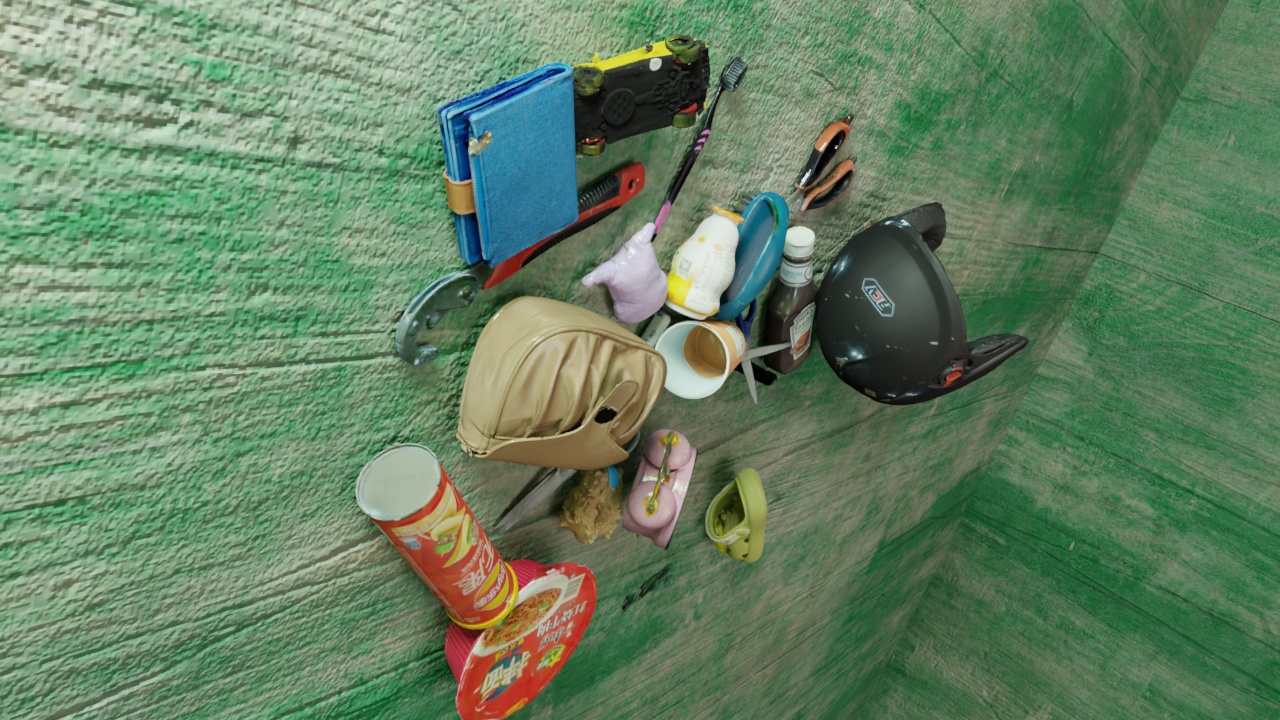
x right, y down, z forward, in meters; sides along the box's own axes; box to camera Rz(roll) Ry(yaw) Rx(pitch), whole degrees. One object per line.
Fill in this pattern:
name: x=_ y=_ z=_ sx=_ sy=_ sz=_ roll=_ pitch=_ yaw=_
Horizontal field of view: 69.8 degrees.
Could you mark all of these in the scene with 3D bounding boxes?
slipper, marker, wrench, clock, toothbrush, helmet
slipper: x=0.128 y=0.216 z=1.273 sx=0.081 sy=0.091 sz=0.191 roll=-7 pitch=145 yaw=-5
marker: x=-0.006 y=0.005 z=0.938 sx=0.130 sy=0.022 sz=0.018 roll=-57 pitch=177 yaw=0
wrench: x=-0.089 y=-0.088 z=0.740 sx=0.272 sy=0.016 sz=0.056 roll=-41 pitch=145 yaw=-27
clock: x=0.021 y=0.138 z=1.003 sx=0.159 sy=0.060 sz=0.117 roll=103 pitch=6 yaw=-66
toothbrush: x=0.052 y=-0.192 z=0.852 sx=0.014 sy=0.018 sz=0.189 roll=10 pitch=109 yaw=-56
marker: x=0.140 y=0.012 z=1.152 sx=0.132 sy=0.022 sz=0.020 roll=24 pitch=62 yaw=-59
helmet: x=0.334 y=-0.060 z=1.166 sx=0.230 sy=0.233 sz=0.274 roll=-32 pitch=156 yaw=13

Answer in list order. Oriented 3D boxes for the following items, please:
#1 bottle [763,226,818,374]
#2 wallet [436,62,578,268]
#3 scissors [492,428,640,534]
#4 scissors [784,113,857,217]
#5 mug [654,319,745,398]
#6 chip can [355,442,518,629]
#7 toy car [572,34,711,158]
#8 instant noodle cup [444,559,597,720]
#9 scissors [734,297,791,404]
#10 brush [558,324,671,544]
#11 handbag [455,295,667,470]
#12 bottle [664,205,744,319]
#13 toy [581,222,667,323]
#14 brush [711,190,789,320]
bottle: x=0.188 y=-0.074 z=1.126 sx=0.079 sy=0.044 sz=0.195 roll=-39 pitch=143 yaw=-33
wallet: x=-0.091 y=-0.139 z=0.665 sx=0.106 sy=0.040 sz=0.133 roll=-32 pitch=145 yaw=-27
scissors: x=-0.069 y=0.115 z=0.916 sx=0.136 sy=0.014 sz=0.174 roll=15 pitch=94 yaw=-27
scissors: x=0.185 y=-0.195 z=1.045 sx=0.195 sy=0.015 sz=0.216 roll=3 pitch=115 yaw=-56
mug: x=0.070 y=-0.009 z=0.964 sx=0.078 sy=0.078 sz=0.122 roll=-69 pitch=165 yaw=16
chip can: x=-0.169 y=0.157 z=0.787 sx=0.073 sy=0.073 sz=0.217 roll=-46 pitch=146 yaw=-21
toy car: x=-0.009 y=-0.210 z=0.720 sx=0.155 sy=0.041 sz=0.071 roll=-25 pitch=138 yaw=-22
instant noodle cup: x=-0.132 y=0.277 z=0.951 sx=0.193 sy=0.066 sz=0.194 roll=-35 pitch=143 yaw=-33
scissors: x=0.114 y=-0.008 z=1.076 sx=0.162 sy=0.012 sz=0.173 roll=-33 pitch=129 yaw=-22
brush: x=-0.018 y=0.079 z=0.967 sx=0.083 sy=0.046 sz=0.255 roll=17 pitch=97 yaw=-55
handbag: x=-0.061 y=0.030 z=0.803 sx=0.204 sy=0.100 sz=0.148 roll=16 pitch=107 yaw=-55
bottle: x=0.065 y=-0.097 z=0.907 sx=0.063 sy=0.063 sz=0.108 roll=5 pitch=113 yaw=-57
toy: x=-0.007 y=-0.070 z=0.853 sx=0.084 sy=0.039 sz=0.108 roll=-38 pitch=151 yaw=-6
brush: x=0.113 y=-0.107 z=0.954 sx=0.055 sy=0.073 sz=0.144 roll=22 pitch=97 yaw=-34
